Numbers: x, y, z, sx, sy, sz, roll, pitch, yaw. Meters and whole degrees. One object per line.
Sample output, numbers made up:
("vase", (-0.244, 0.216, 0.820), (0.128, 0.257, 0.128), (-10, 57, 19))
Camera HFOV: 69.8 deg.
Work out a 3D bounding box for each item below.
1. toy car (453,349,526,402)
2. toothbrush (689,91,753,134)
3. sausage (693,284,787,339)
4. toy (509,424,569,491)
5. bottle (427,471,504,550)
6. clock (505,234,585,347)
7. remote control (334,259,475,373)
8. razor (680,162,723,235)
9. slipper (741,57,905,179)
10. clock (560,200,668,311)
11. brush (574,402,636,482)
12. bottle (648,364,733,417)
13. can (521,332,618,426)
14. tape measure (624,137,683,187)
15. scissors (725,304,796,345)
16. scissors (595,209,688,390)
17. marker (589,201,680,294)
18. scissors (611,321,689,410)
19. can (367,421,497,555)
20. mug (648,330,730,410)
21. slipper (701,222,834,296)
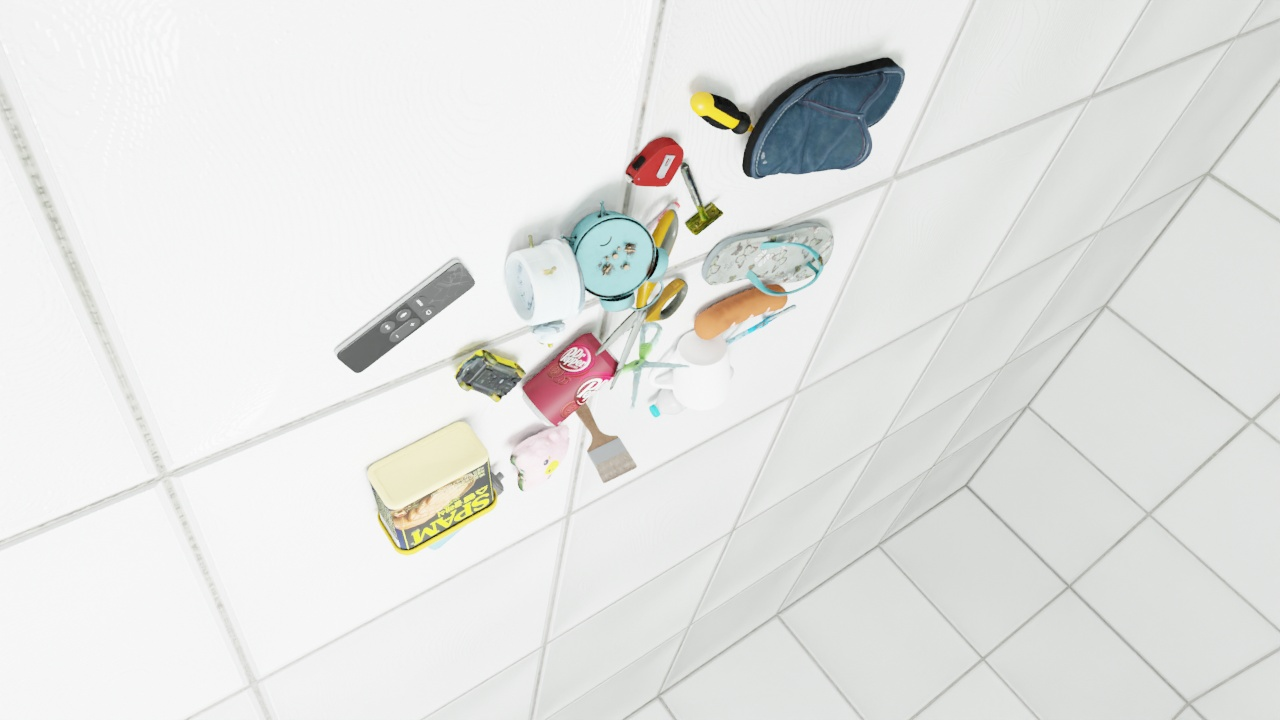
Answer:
("toy car", (-0.167, 0.015, 1.010), (0.049, 0.030, 0.107), (-43, 155, 7))
("toothbrush", (0.104, -0.251, 0.969), (0.031, 0.031, 0.196), (-49, 157, 22))
("sausage", (0.140, -0.071, 1.262), (0.163, 0.039, 0.044), (-23, 130, -32))
("toy", (-0.129, 0.124, 1.198), (0.093, 0.050, 0.103), (-35, 156, -22))
("bottle", (-0.227, 0.188, 1.178), (0.130, 0.040, 0.040), (-40, 153, -1))
("clock", (-0.097, -0.066, 0.923), (0.057, 0.083, 0.118), (-18, 142, -29))
("remote control", (-0.224, -0.042, 0.878), (0.146, 0.008, 0.045), (-38, 153, -5))
("razor", (0.061, -0.184, 1.019), (0.042, 0.026, 0.106), (-37, 149, -3))
("slipper", (0.229, -0.263, 1.032), (0.264, 0.083, 0.109), (-28, 148, -31))
("clock", (-0.023, -0.102, 0.950), (0.090, 0.053, 0.124), (-40, 124, 4))
("brush", (-0.056, 0.085, 1.130), (0.045, 0.143, 0.008), (-24, 148, -13))
("bottle", (0.072, 0.041, 1.337), (0.136, 0.044, 0.044), (-32, 151, -17))
("can", (-0.083, 0.023, 1.092), (0.114, 0.063, 0.063), (-41, 153, 0))
("tape measure", (0.017, -0.202, 0.937), (0.058, 0.019, 0.052), (-9, 139, -46))
("scissors", (0.174, -0.052, 1.326), (0.134, 0.011, 0.139), (-32, 177, 34))
("scissors", (0.013, -0.070, 1.065), (0.229, 0.016, 0.225), (-23, 137, -65))
("marker", (-0.009, -0.126, 1.023), (0.142, 0.013, 0.013), (-43, 153, 4))
("scissors", (0.000, 0.001, 1.109), (0.165, 0.172, 0.024), (-48, 122, -35))
("can", (-0.240, 0.147, 1.066), (0.135, 0.075, 0.105), (-28, 147, -24))
("mug", (0.068, 0.012, 1.270), (0.114, 0.080, 0.088), (-5, 140, -2))
("slipper", (0.191, -0.133, 1.226), (0.268, 0.054, 0.098), (-7, 135, -45))
